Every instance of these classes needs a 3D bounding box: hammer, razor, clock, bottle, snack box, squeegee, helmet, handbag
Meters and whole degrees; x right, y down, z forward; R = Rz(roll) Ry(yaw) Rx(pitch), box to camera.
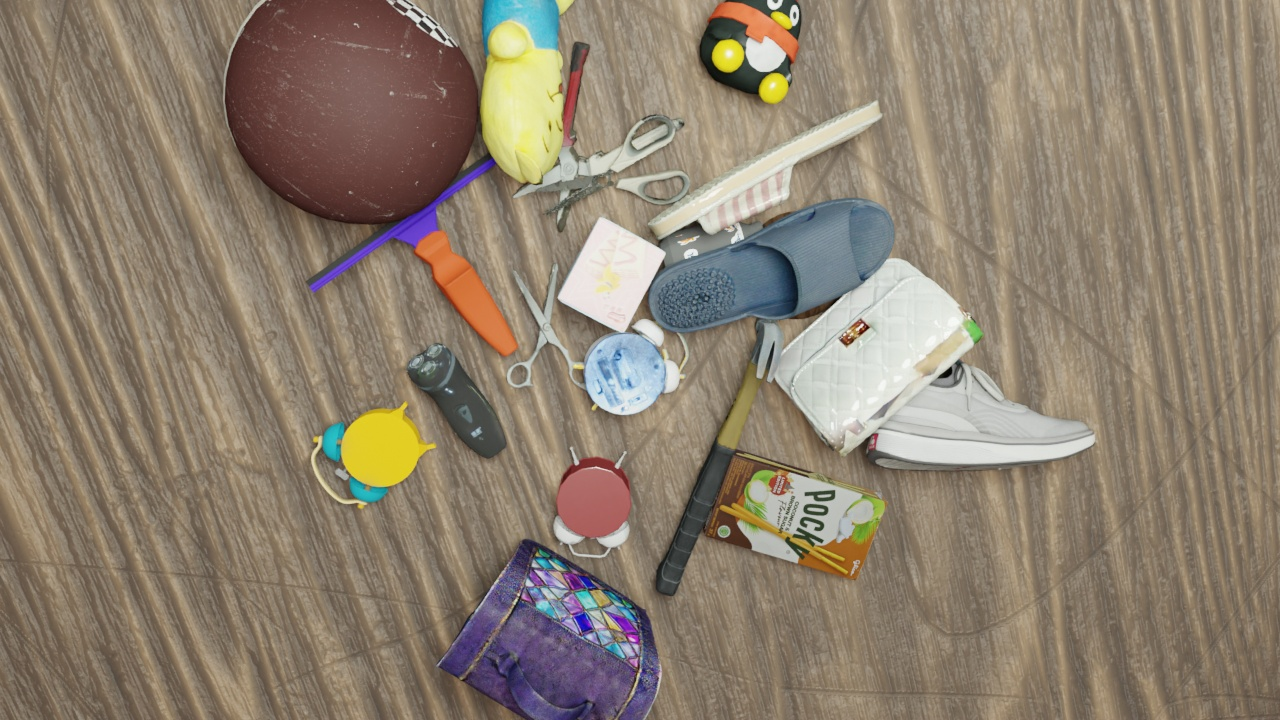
[{"bbox_3d":[0.084,0.114,1.010,0.025,0.117,0.333,20,107,-3],"label":"hammer"},{"bbox_3d":[-0.198,0.048,1.005,0.053,0.063,0.140,-34,100,7],"label":"razor"},{"bbox_3d":[-0.054,0.165,1.043,0.087,0.044,0.124,5,102,-2],"label":"clock"},{"bbox_3d":[-0.006,0.006,1.002,0.125,0.052,0.089,-23,102,-6],"label":"clock"},{"bbox_3d":[0.077,-0.125,0.981,0.112,0.047,0.047,-16,102,3],"label":"bottle"},{"bbox_3d":[0.176,0.177,1.055,0.186,0.031,0.101,17,102,-4],"label":"snack box"},{"bbox_3d":[-0.032,-0.089,0.959,0.079,0.093,0.095,28,93,-7],"label":"snack box"},{"bbox_3d":[-0.193,-0.082,0.981,0.249,0.055,0.185,-38,103,-12],"label":"squeegee"},{"bbox_3d":[-0.270,-0.256,0.875,0.233,0.253,0.234,25,111,-13],"label":"helmet"},{"bbox_3d":[-0.095,0.313,0.984,0.205,0.222,0.125,33,100,-7],"label":"handbag"},{"bbox_3d":[0.239,-0.007,0.959,0.195,0.138,0.072,-44,141,8],"label":"handbag"},{"bbox_3d":[-0.302,0.105,1.029,0.129,0.043,0.099,-31,101,-2],"label":"clock"}]

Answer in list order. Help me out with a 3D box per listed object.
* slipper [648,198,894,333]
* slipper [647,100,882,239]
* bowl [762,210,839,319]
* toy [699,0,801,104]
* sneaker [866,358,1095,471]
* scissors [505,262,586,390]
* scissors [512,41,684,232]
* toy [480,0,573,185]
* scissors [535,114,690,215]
[{"bbox_3d":[0.137,-0.082,0.934,0.264,0.082,0.101,-18,115,6],"label":"slipper"},{"bbox_3d":[0.132,-0.185,0.937,0.263,0.115,0.052,-29,102,0],"label":"slipper"},{"bbox_3d":[0.173,-0.101,0.994,0.119,0.032,0.119,0,102,-1],"label":"bowl"},{"bbox_3d":[0.115,-0.327,0.912,0.097,0.100,0.119,26,95,-28],"label":"toy"},{"bbox_3d":[0.373,0.057,1.011,0.263,0.097,0.128,3,79,-11],"label":"sneaker"},{"bbox_3d":[-0.092,-0.025,1.009,0.165,0.014,0.141,32,79,-24],"label":"scissors"},{"bbox_3d":[-0.044,-0.233,0.972,0.179,0.015,0.200,3,103,-1],"label":"scissors"},{"bbox_3d":[-0.113,-0.277,0.890,0.084,0.148,0.214,4,98,8],"label":"toy"},{"bbox_3d":[-0.024,-0.201,0.964,0.163,0.012,0.154,15,110,-16],"label":"scissors"}]
